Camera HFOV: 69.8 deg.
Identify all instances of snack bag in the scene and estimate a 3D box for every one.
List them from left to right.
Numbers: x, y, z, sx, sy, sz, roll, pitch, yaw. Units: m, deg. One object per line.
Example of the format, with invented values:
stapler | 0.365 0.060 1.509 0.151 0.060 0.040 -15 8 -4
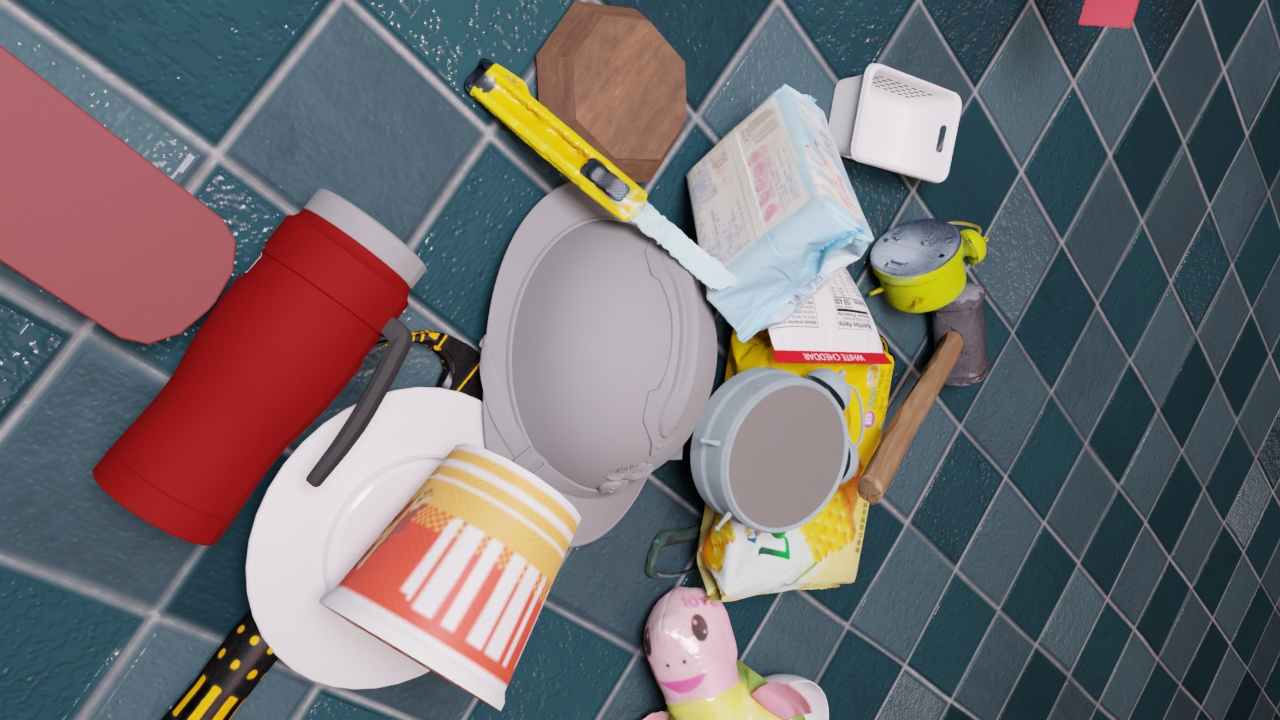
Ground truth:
snack bag | 0.129 0.083 0.787 0.159 0.068 0.247 6 96 -33
snack bag | 0.131 -0.058 0.745 0.130 0.144 0.039 1 144 -36

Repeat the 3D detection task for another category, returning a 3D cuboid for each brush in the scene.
brush | -0.298 -0.083 0.471 0.173 0.042 0.082 44 75 -35

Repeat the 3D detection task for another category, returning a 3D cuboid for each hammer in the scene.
hammer | -0.203 0.119 0.597 0.320 0.036 0.123 -54 126 -15
hammer | 0.256 0.027 0.827 0.327 0.052 0.098 -40 124 -49

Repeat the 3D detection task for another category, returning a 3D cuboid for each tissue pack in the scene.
tissue pack | 0.096 -0.106 0.656 0.070 0.181 0.112 30 126 -33

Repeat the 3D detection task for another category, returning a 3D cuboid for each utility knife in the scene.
utility knife | -0.025 -0.120 0.604 0.225 0.019 0.030 40 90 -3

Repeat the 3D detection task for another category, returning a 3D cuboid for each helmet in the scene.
helmet | -0.004 0.004 0.639 0.183 0.118 0.271 7 88 -42

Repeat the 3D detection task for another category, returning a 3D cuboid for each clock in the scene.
clock | 0.111 0.065 0.703 0.159 0.045 0.122 -19 109 -25
clock | 0.269 -0.096 0.854 0.119 0.083 0.057 -42 128 -17

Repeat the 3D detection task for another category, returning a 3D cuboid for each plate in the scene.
plate | -0.152 0.121 0.609 0.208 0.015 0.209 -12 110 -39
plate | -0.012 -0.190 0.652 0.131 0.025 0.131 -4 97 -35

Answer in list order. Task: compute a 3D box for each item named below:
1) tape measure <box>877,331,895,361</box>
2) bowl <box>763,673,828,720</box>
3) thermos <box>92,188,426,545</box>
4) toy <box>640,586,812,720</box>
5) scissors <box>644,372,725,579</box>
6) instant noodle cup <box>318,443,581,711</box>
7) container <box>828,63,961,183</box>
tape measure | 0.205 0.000 0.861 0.061 0.034 0.061 -46 126 -19
bowl | 0.122 0.349 0.877 0.114 0.051 0.115 -9 107 -34
thermos | -0.204 0.009 0.527 0.108 0.084 0.198 35 80 1
toy | 0.073 0.306 0.776 0.238 0.191 0.087 59 34 -1
scissors | 0.084 0.100 0.812 0.201 0.015 0.204 -16 109 -32
instant noodle cup | -0.107 0.127 0.564 0.123 0.124 0.120 47 62 -34
container | 0.220 -0.207 0.811 0.129 0.050 0.081 4 99 -37
